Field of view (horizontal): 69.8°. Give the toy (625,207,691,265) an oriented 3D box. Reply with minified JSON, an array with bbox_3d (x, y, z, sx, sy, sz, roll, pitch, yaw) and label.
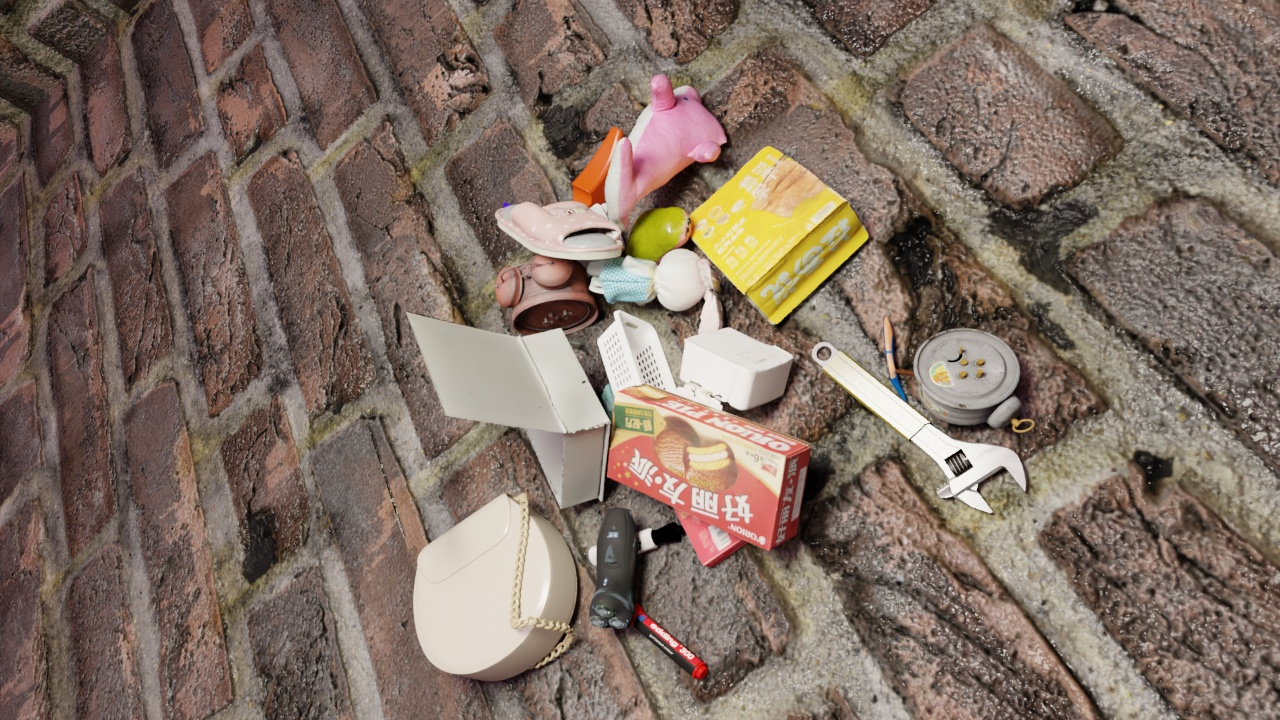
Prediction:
[{"bbox_3d":[0.024,-0.168,1.240,0.110,0.051,0.090,-14,55,53],"label":"toy"}]

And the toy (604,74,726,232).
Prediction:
[{"bbox_3d":[0.043,-0.283,1.235,0.128,0.187,0.264,23,53,15],"label":"toy"}]

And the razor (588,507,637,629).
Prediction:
[{"bbox_3d":[-0.032,0.242,1.077,0.053,0.064,0.140,-3,70,14],"label":"razor"}]

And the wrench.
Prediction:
[{"bbox_3d":[0.291,0.063,0.995,0.083,0.018,0.273,-49,60,6],"label":"wrench"}]

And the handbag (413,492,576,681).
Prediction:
[{"bbox_3d":[-0.190,0.287,1.154,0.211,0.103,0.208,-35,52,12],"label":"handbag"}]

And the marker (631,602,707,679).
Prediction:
[{"bbox_3d":[0.021,0.318,1.064,0.145,0.021,0.023,31,80,36],"label":"marker"}]

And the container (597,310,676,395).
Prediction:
[{"bbox_3d":[-0.007,0.007,1.182,0.050,0.080,0.129,-36,55,27],"label":"container"}]

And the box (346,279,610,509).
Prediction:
[{"bbox_3d":[-0.150,0.037,1.069,0.150,0.368,0.166,-39,52,11],"label":"box"}]

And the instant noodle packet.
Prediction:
[{"bbox_3d":[0.158,-0.174,1.168,0.163,0.084,0.221,-44,43,9],"label":"instant noodle packet"}]

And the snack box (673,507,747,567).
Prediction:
[{"bbox_3d":[0.084,0.166,1.090,0.089,0.021,0.133,-37,55,12],"label":"snack box"}]

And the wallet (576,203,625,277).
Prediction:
[{"bbox_3d":[-0.080,-0.163,1.298,0.116,0.032,0.086,-36,73,30],"label":"wallet"}]

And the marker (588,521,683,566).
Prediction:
[{"bbox_3d":[-0.005,0.223,1.118,0.126,0.025,0.025,-22,60,22],"label":"marker"}]

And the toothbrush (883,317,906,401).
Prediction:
[{"bbox_3d":[0.286,0.013,1.036,0.017,0.021,0.135,-10,67,10],"label":"toothbrush"}]

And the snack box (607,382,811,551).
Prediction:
[{"bbox_3d":[0.070,0.114,1.040,0.237,0.060,0.113,20,113,36],"label":"snack box"}]

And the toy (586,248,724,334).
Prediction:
[{"bbox_3d":[0.025,-0.101,1.196,0.206,0.131,0.105,12,37,23],"label":"toy"}]

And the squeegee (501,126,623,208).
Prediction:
[{"bbox_3d":[-0.072,-0.253,1.342,0.250,0.055,0.185,32,101,27],"label":"squeegee"}]

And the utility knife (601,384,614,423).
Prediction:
[{"bbox_3d":[-0.027,0.084,1.187,0.022,0.015,0.128,-62,35,36],"label":"utility knife"}]

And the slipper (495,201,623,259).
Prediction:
[{"bbox_3d":[-0.114,-0.184,1.227,0.274,0.114,0.054,29,123,51],"label":"slipper"}]

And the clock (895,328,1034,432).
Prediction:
[{"bbox_3d":[0.348,0.025,0.955,0.103,0.056,0.148,-33,54,-13],"label":"clock"}]

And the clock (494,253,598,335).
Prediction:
[{"bbox_3d":[-0.128,-0.093,1.246,0.121,0.157,0.072,-20,66,23],"label":"clock"}]

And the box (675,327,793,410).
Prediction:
[{"bbox_3d":[0.099,0.048,1.095,0.109,0.123,0.137,25,119,36],"label":"box"}]
